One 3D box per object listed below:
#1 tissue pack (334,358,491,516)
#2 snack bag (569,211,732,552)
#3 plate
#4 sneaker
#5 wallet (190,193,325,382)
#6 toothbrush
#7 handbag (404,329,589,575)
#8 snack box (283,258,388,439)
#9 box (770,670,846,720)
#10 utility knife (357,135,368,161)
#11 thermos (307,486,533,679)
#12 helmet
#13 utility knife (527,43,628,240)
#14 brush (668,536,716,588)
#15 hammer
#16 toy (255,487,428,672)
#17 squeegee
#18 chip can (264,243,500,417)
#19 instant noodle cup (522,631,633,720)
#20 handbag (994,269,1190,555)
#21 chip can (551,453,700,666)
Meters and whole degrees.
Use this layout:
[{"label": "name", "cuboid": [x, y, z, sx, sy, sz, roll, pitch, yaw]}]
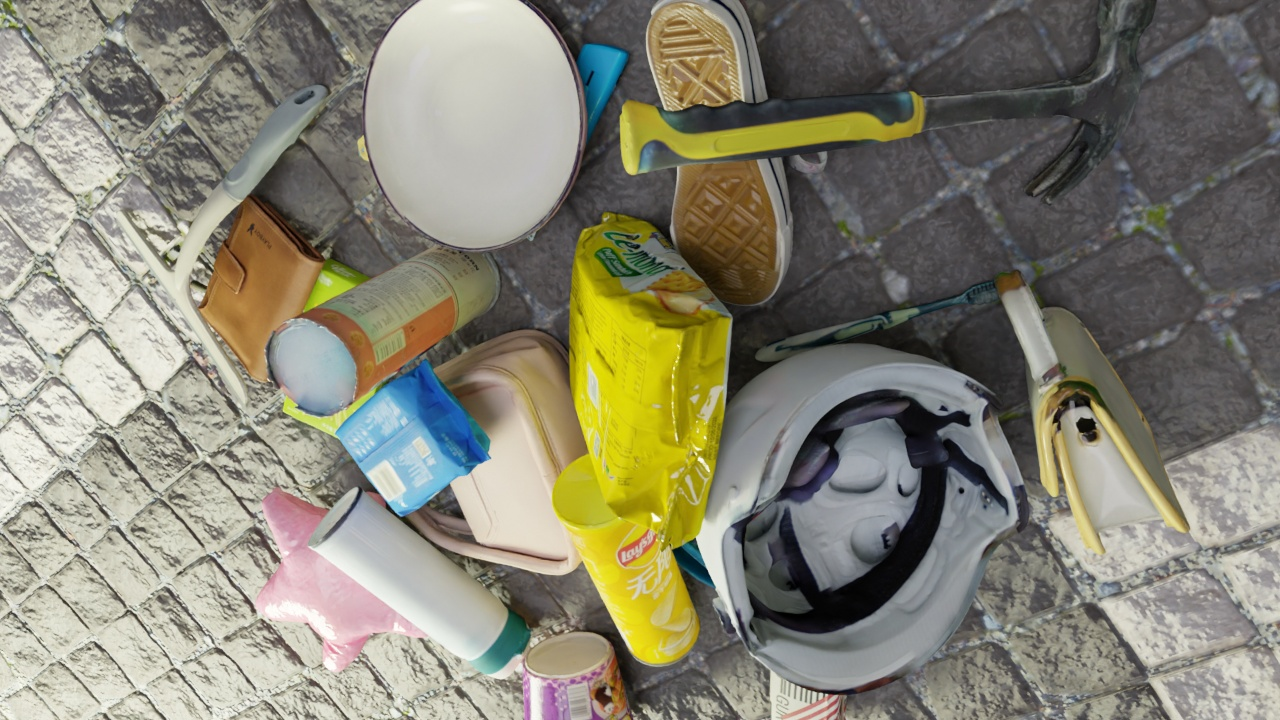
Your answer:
[{"label": "tissue pack", "cuboid": [-0.178, 0.062, 0.728, 0.158, 0.052, 0.095, -33, 94, 45]}, {"label": "snack bag", "cuboid": [-0.004, 0.004, 0.634, 0.068, 0.246, 0.158, -2, 114, -13]}, {"label": "plate", "cuboid": [-0.120, -0.178, 0.686, 0.193, 0.039, 0.192, 5, 103, 23]}, {"label": "sneaker", "cuboid": [0.064, -0.148, 0.627, 0.118, 0.087, 0.241, 9, 135, 27]}, {"label": "wallet", "cuboid": [-0.338, -0.068, 0.806, 0.119, 0.035, 0.131, 40, 114, 18]}, {"label": "toothbrush", "cuboid": [0.174, -0.026, 0.676, 0.192, 0.018, 0.016, -17, 105, 23]}, {"label": "handbag", "cuboid": [-0.146, 0.087, 0.799, 0.235, 0.093, 0.193, -11, 108, 30]}, {"label": "snack box", "cuboid": [-0.265, -0.004, 0.822, 0.086, 0.026, 0.157, 26, 116, 6]}, {"label": "box", "cuboid": [0.143, 0.266, 0.780, 0.074, 0.064, 0.164, -4, 110, 2]}, {"label": "utility knife", "cuboid": [-0.162, -0.146, 0.741, 0.152, 0.018, 0.031, 26, 111, 11]}, {"label": "thermos", "cuboid": [-0.196, 0.211, 0.844, 0.073, 0.073, 0.224, -37, 110, 26]}, {"label": "helmet", "cuboid": [0.136, 0.098, 0.654, 0.229, 0.146, 0.259, -26, 124, -8]}, {"label": "utility knife", "cuboid": [-0.057, -0.163, 0.696, 0.034, 0.018, 0.166, 31, 118, 4]}, {"label": "brush", "cuboid": [0.058, 0.151, 0.765, 0.144, 0.055, 0.074, 41, 127, -2]}, {"label": "hammer", "cuboid": [0.149, -0.144, 0.556, 0.323, 0.032, 0.126, -8, 121, -7]}, {"label": "toy", "cuboid": [-0.306, 0.208, 0.890, 0.179, 0.074, 0.194, -20, 100, 11]}, {"label": "squeegee", "cuboid": [-0.339, -0.132, 0.763, 0.247, 0.039, 0.246, -48, 69, 16]}, {"label": "chip can", "cuboid": [-0.180, -0.032, 0.677, 0.071, 0.214, 0.071, 6, 112, 15]}, {"label": "instant noodle cup", "cuboid": [-0.060, 0.312, 0.844, 0.112, 0.111, 0.099, -5, 100, 19]}, {"label": "handbag", "cuboid": [0.267, 0.017, 0.584, 0.063, 0.163, 0.179, -30, 98, 26]}, {"label": "chip can", "cuboid": [-0.006, 0.165, 0.735, 0.072, 0.071, 0.213, -1, 135, 18]}]
